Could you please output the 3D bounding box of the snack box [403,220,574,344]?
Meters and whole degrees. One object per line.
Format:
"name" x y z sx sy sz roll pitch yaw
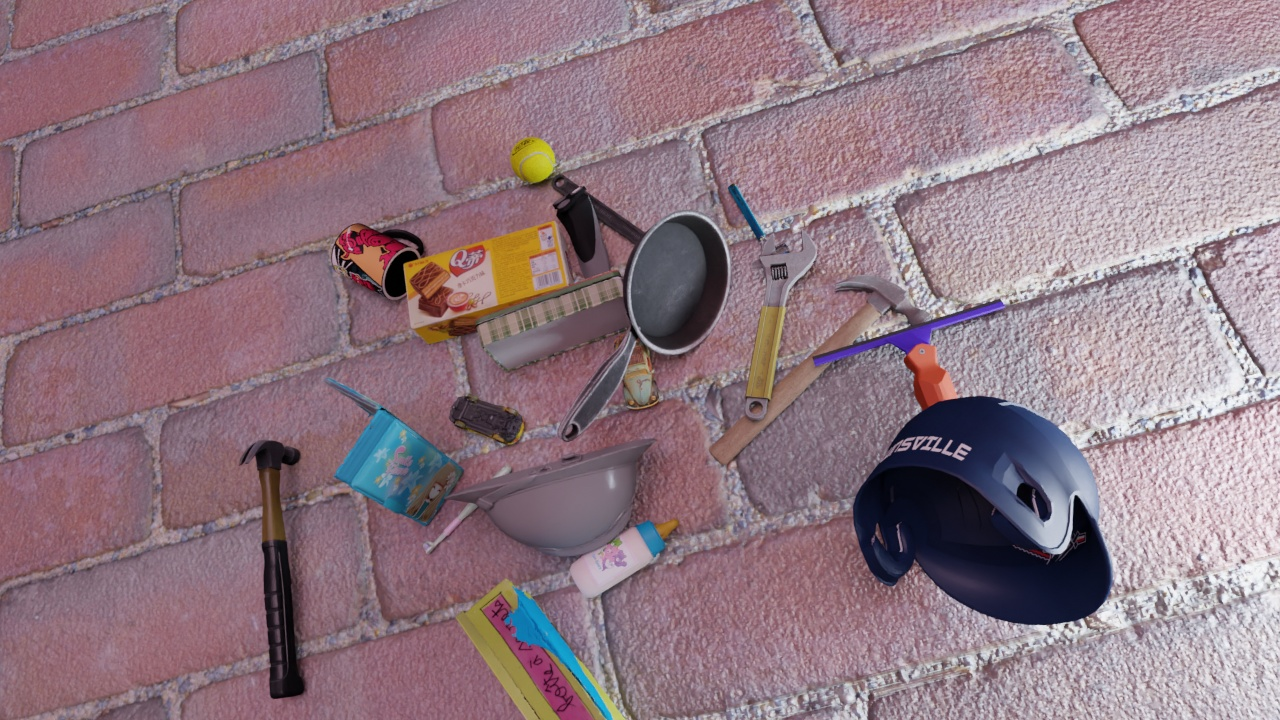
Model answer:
"snack box" -0.213 -0.110 1.300 0.230 0.062 0.110 -15 67 5

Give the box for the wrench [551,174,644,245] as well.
"wrench" -0.030 -0.196 1.321 0.273 0.018 0.073 38 89 24

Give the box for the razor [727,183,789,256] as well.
"razor" 0.158 -0.192 1.282 0.042 0.022 0.143 -24 61 -3

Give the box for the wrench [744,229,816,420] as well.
"wrench" 0.174 -0.050 1.198 0.084 0.018 0.273 7 71 12

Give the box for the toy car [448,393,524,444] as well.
"toy car" -0.209 0.079 1.240 0.107 0.030 0.049 19 74 15

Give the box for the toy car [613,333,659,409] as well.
"toy car" -0.008 0.007 1.219 0.047 0.047 0.111 -13 67 2

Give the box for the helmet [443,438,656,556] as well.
"helmet" -0.097 0.181 1.120 0.271 0.183 0.117 -17 88 8

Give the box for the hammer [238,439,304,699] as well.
"hammer" -0.471 0.262 1.186 0.025 0.118 0.332 -14 72 8

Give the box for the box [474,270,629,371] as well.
"box" -0.109 -0.053 1.227 0.205 0.118 0.049 -21 68 4

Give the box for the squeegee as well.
"squeegee" 0.362 0.041 1.128 0.249 0.055 0.184 -17 77 1

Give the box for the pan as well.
"pan" -0.001 -0.040 1.157 0.055 0.187 0.356 18 60 45

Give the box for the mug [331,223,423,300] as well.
"mug" -0.375 -0.154 1.348 0.098 0.082 0.117 26 48 19

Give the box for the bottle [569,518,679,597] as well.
"bottle" -0.015 0.235 1.127 0.146 0.051 0.051 -31 66 -3

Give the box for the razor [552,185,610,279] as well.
"razor" -0.077 -0.169 1.302 0.057 0.060 0.156 -25 85 22

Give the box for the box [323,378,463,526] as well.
"box" -0.324 0.116 1.140 0.121 0.227 0.097 29 76 19

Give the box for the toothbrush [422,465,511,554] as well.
"toothbrush" -0.227 0.195 1.206 0.154 0.015 0.022 -45 26 -8

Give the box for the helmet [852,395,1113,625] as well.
"helmet" 0.384 0.166 0.993 0.222 0.233 0.272 -30 89 -39

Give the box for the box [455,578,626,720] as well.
"box" -0.109 0.365 1.057 0.080 0.124 0.221 -41 68 -9

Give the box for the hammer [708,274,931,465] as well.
"hammer" 0.218 0.015 1.189 0.331 0.031 0.119 -43 66 -4

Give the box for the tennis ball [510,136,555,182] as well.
"tennis ball" -0.160 -0.298 1.362 0.065 0.065 0.065 -4 68 10
